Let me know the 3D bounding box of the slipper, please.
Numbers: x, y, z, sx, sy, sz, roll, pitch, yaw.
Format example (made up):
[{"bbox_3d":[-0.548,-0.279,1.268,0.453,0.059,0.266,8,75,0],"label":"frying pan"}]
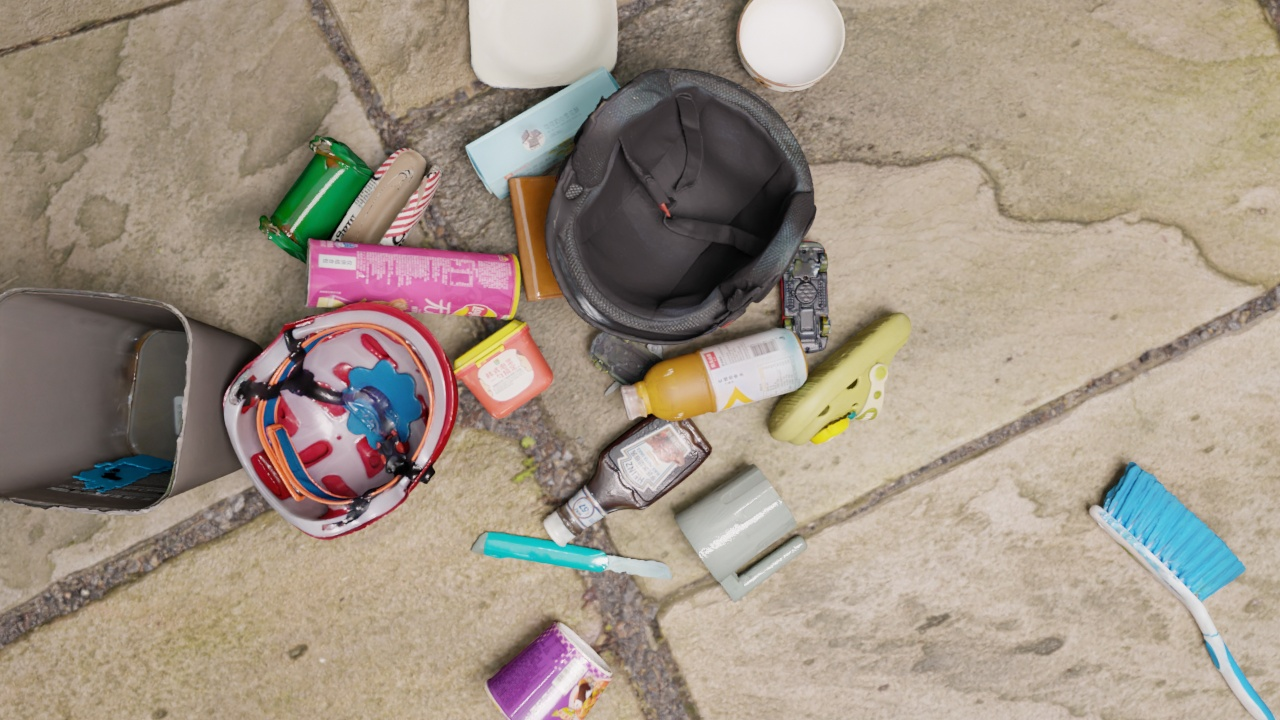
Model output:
[{"bbox_3d":[0.222,0.030,0.962,0.190,0.091,0.081,-42,89,-4],"label":"slipper"}]

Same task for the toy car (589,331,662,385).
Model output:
[{"bbox_3d":[-0.006,0.006,0.987,0.105,0.032,0.048,34,95,0],"label":"toy car"}]

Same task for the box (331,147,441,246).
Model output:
[{"bbox_3d":[-0.286,-0.158,0.998,0.081,0.075,0.163,33,92,-9],"label":"box"}]

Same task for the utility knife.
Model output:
[{"bbox_3d":[-0.075,0.215,1.001,0.221,0.013,0.029,9,87,5],"label":"utility knife"}]

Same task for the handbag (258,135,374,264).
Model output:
[{"bbox_3d":[-0.346,-0.173,0.972,0.068,0.120,0.131,36,87,-3],"label":"handbag"}]

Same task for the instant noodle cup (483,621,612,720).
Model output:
[{"bbox_3d":[-0.090,0.336,0.956,0.111,0.112,0.099,42,80,3],"label":"instant noodle cup"}]

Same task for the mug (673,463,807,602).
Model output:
[{"bbox_3d":[0.110,0.184,0.971,0.103,0.083,0.124,-36,114,-1],"label":"mug"}]

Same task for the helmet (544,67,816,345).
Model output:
[{"bbox_3d":[0.033,-0.141,0.902,0.233,0.230,0.274,41,88,-1],"label":"helmet"}]

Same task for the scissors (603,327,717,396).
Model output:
[{"bbox_3d":[0.021,-0.027,1.008,0.162,0.012,0.176,-21,89,2],"label":"scissors"}]

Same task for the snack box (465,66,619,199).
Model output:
[{"bbox_3d":[-0.098,-0.242,0.988,0.175,0.074,0.051,-30,88,1],"label":"snack box"}]

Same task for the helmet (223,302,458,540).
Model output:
[{"bbox_3d":[-0.285,0.050,0.946,0.240,0.144,0.207,-39,89,4],"label":"helmet"}]

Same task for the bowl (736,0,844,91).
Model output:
[{"bbox_3d":[0.158,-0.342,0.990,0.113,0.062,0.113,0,89,1],"label":"bowl"}]

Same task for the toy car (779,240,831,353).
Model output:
[{"bbox_3d":[0.175,-0.068,0.987,0.053,0.045,0.120,-1,93,0],"label":"toy car"}]

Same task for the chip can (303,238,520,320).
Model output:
[{"bbox_3d":[-0.236,-0.083,0.951,0.210,0.071,0.071,3,87,-21],"label":"chip can"}]

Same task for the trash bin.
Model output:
[{"bbox_3d":[-0.500,0.042,0.919,0.199,0.220,0.198,6,87,1],"label":"trash bin"}]

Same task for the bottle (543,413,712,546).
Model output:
[{"bbox_3d":[-0.018,0.128,0.988,0.195,0.044,0.080,-37,92,1],"label":"bottle"}]

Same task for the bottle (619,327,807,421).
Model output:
[{"bbox_3d":[0.074,0.019,0.942,0.189,0.068,0.068,-15,87,-3],"label":"bottle"}]

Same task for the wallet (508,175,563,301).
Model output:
[{"bbox_3d":[-0.077,-0.135,0.992,0.119,0.035,0.130,-10,92,-23],"label":"wallet"}]

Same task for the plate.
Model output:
[{"bbox_3d":[-0.106,-0.378,1.014,0.163,0.034,0.164,-2,87,2],"label":"plate"}]

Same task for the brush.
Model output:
[{"bbox_3d":[0.591,0.250,0.962,0.314,0.060,0.109,43,95,1],"label":"brush"}]

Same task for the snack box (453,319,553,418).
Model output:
[{"bbox_3d":[-0.144,0.011,0.980,0.091,0.082,0.080,-34,97,0],"label":"snack box"}]
